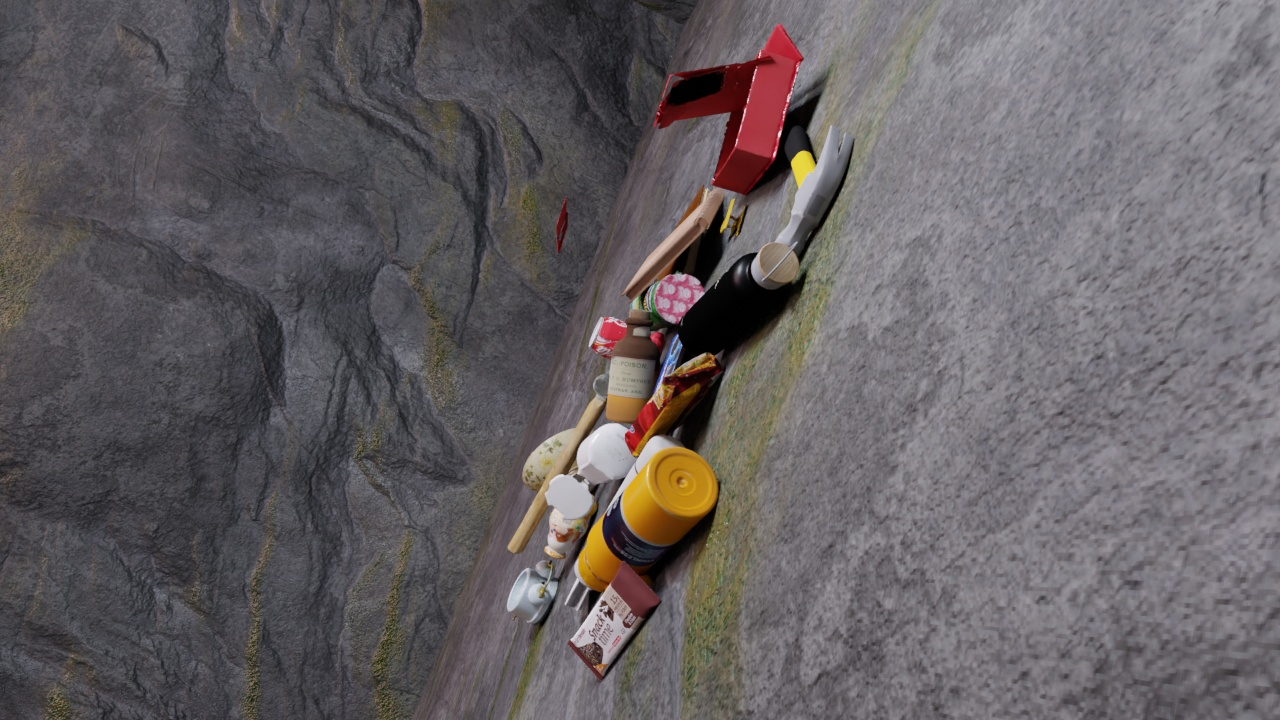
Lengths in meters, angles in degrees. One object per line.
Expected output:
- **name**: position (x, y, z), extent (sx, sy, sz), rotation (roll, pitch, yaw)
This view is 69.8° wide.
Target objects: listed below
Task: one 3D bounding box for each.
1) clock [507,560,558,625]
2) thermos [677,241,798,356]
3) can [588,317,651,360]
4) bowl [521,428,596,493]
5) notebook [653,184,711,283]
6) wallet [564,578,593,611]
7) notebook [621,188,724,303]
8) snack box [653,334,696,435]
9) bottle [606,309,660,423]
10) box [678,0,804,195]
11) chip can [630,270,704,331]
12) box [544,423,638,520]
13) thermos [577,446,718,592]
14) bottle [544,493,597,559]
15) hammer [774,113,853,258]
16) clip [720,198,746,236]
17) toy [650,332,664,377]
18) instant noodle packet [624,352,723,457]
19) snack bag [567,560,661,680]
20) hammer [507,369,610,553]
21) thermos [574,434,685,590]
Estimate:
- **clock**: position (-0.166, 0.369, 1.465), extent (0.118, 0.057, 0.083), rotation (-52, 17, 34)
- **thermos**: position (0.106, -0.066, 0.969), extent (0.232, 0.061, 0.061), rotation (134, 156, -65)
- **can**: position (-0.023, -0.024, 1.438), extent (0.064, 0.104, 0.064), rotation (-158, 91, -80)
- **bowl**: position (-0.113, 0.182, 1.488), extent (0.063, 0.145, 0.145), rotation (51, 125, 37)
- **notebook**: position (0.063, -0.172, 1.555), extent (0.168, 0.024, 0.224), rotation (-55, 15, 45)
- **wallet**: position (-0.058, 0.267, 1.200), extent (0.086, 0.032, 0.116), rotation (-62, -2, -64)
- **notebook**: position (0.055, -0.178, 1.383), extent (0.169, 0.022, 0.210), rotation (-44, 8, 24)
- **snack box**: position (0.041, 0.032, 1.198), extent (0.082, 0.027, 0.150), rotation (141, 150, -71)
- **bottle**: position (-0.008, 0.007, 1.274), extent (0.068, 0.068, 0.157), rotation (-163, 78, -80)
- **box**: position (0.120, -0.486, 1.205), extent (0.215, 0.141, 0.510), rotation (166, 101, -87)
- **chip can**: position (0.036, -0.083, 1.349), extent (0.223, 0.075, 0.075), rotation (179, 113, -80)
- **box**: position (-0.068, 0.159, 1.291), extent (0.143, 0.083, 0.138), rotation (-57, 5, -17)
- **thermos**: position (-0.003, 0.181, 0.952), extent (0.233, 0.076, 0.091), rotation (125, 162, -50)
- **bottle**: position (-0.111, 0.251, 1.412), extent (0.109, 0.063, 0.063), rotation (-65, 10, 5)
- **hammer**: position (0.182, -0.228, 1.038), extent (0.322, 0.029, 0.127), rotation (-84, 19, -62)
- **clip**: position (0.123, -0.192, 1.265), extent (0.050, 0.044, 0.053), rotation (-14, 51, 47)
- **toy**: position (0.005, 0.018, 1.364), extent (0.091, 0.045, 0.135), rotation (-85, 15, -56)
- **instant noodle packet**: position (0.036, 0.050, 1.051), extent (0.098, 0.039, 0.136), rotation (-36, -14, -39)
- **snack bag**: position (-0.031, 0.277, 0.967), extent (0.013, 0.057, 0.158), rotation (-23, -29, -48)
- **hammer**: position (-0.114, 0.154, 1.396), extent (0.331, 0.033, 0.132), rotation (-60, -4, 12)
- **thermos**: position (-0.011, 0.178, 1.070), extent (0.052, 0.052, 0.225), rotation (-83, 18, -57)
